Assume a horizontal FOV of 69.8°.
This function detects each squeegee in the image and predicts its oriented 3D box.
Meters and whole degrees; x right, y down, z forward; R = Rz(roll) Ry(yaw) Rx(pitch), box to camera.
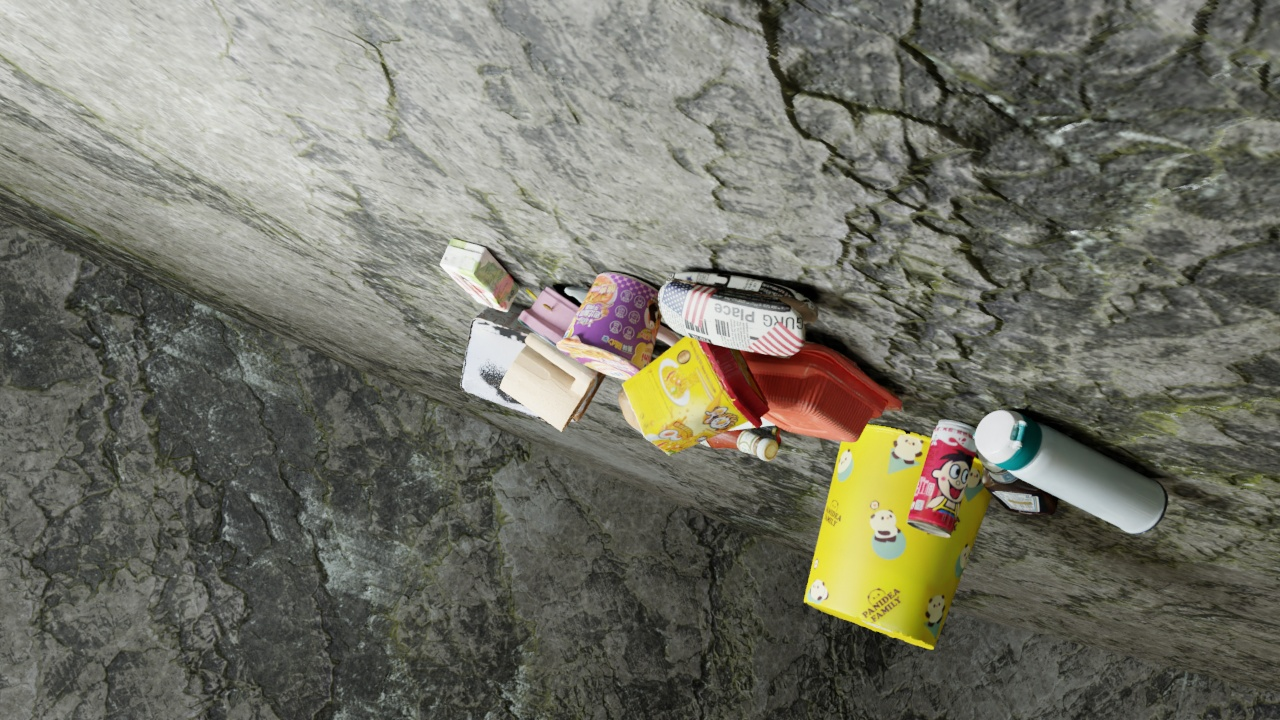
[{"bbox_3d":[0.010,-0.033,1.157,0.249,0.040,0.248,34,-179,-25],"label":"squeegee"}]

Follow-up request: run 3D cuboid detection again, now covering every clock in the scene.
[{"bbox_3d":[-0.078,-0.034,1.177,0.158,0.060,0.117,34,180,-27],"label":"clock"}]

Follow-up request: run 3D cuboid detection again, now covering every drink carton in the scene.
[{"bbox_3d":[-0.205,-0.107,1.174,0.053,0.045,0.122,18,166,19],"label":"drink carton"}]

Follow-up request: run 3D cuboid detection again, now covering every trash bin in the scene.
[{"bbox_3d":[0.356,0.249,1.289,0.229,0.255,0.230,20,167,5],"label":"trash bin"}]

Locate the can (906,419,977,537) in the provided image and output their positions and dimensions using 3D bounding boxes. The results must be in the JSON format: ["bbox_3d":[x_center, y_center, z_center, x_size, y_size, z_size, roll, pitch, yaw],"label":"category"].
[{"bbox_3d":[0.365,0.141,1.103,0.053,0.132,0.053,20,168,5],"label":"can"}]

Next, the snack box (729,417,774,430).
[{"bbox_3d":[0.134,0.059,1.245,0.157,0.026,0.084,-12,136,40],"label":"snack box"}]

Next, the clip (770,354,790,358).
[{"bbox_3d":[0.127,-0.030,1.001,0.097,0.034,0.061,19,169,32],"label":"clip"}]

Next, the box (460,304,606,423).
[{"bbox_3d":[-0.147,-0.007,1.389,0.183,0.157,0.191,19,-152,7],"label":"box"}]

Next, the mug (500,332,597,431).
[{"bbox_3d":[-0.120,0.024,1.228,0.103,0.084,0.125,33,145,2],"label":"mug"}]

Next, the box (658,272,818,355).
[{"bbox_3d":[0.087,-0.044,0.901,0.164,0.080,0.075,16,161,32],"label":"box"}]

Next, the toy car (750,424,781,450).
[{"bbox_3d":[0.200,0.110,1.460,0.049,0.031,0.106,20,156,22],"label":"toy car"}]

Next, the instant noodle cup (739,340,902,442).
[{"bbox_3d":[0.193,0.037,1.071,0.188,0.079,0.165,29,165,-37],"label":"instant noodle cup"}]

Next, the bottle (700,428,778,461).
[{"bbox_3d":[0.136,0.116,1.462,0.059,0.059,0.206,31,173,-38],"label":"bottle"}]

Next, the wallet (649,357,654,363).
[{"bbox_3d":[-0.007,0.007,1.263,0.090,0.033,0.115,9,-164,-44],"label":"wallet"}]

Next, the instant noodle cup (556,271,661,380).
[{"bbox_3d":[-0.026,-0.040,1.046,0.111,0.099,0.112,22,169,4],"label":"instant noodle cup"}]

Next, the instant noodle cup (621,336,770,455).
[{"bbox_3d":[0.057,0.034,0.993,0.124,0.116,0.116,-30,150,11],"label":"instant noodle cup"}]

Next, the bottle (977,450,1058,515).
[{"bbox_3d":[0.474,0.149,1.167,0.080,0.044,0.195,0,156,37],"label":"bottle"}]

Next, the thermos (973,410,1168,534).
[{"bbox_3d":[0.468,0.120,1.007,0.224,0.073,0.073,25,167,-16],"label":"thermos"}]

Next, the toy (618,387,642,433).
[{"bbox_3d":[0.076,0.072,1.391,0.226,0.082,0.143,-4,161,37],"label":"toy"}]
